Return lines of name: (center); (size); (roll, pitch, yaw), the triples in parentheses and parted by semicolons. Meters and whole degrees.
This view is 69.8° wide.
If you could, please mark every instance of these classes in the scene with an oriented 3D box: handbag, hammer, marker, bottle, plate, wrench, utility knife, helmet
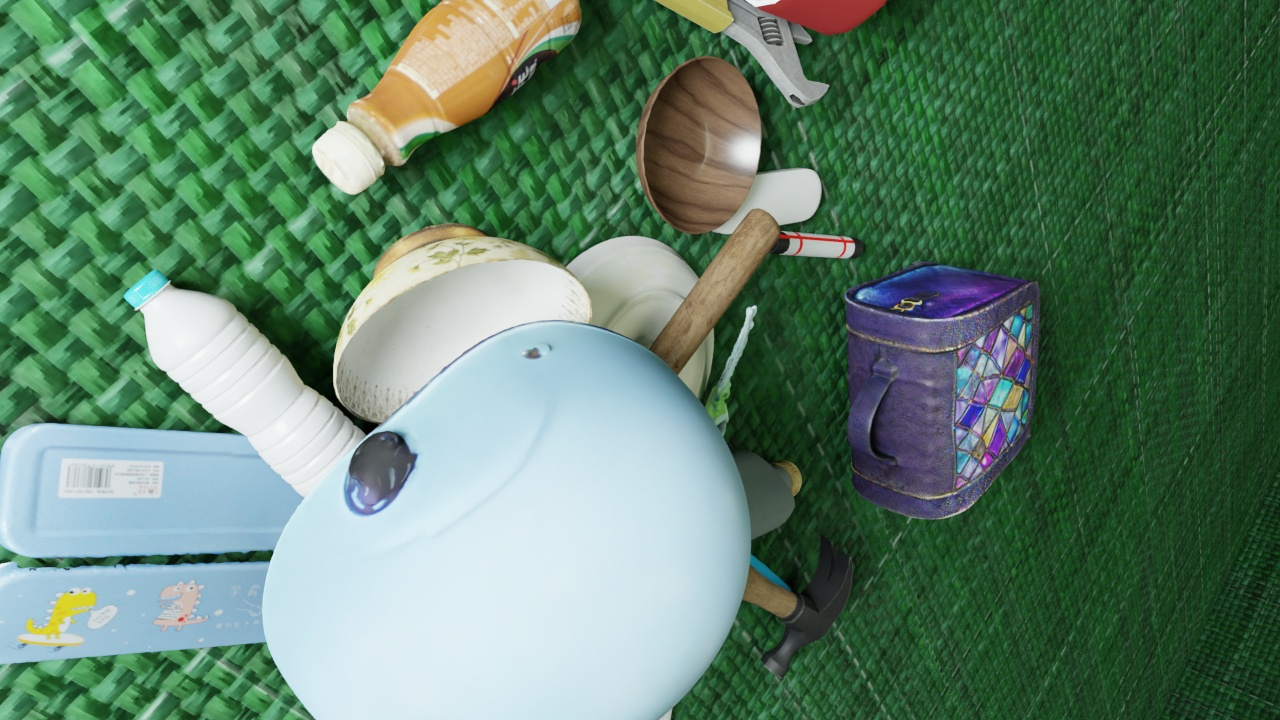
handbag: (0.271, 0.023, 0.869); (0.221, 0.126, 0.205); (-28, 122, -34)
hammer: (0.080, 0.179, 0.786); (0.305, 0.040, 0.132); (36, 91, -41)
marker: (0.140, -0.098, 0.774); (0.145, 0.019, 0.019); (-4, 106, -44)
bottle: (-0.194, 0.012, 0.453); (0.044, 0.044, 0.136); (-49, 118, -21)
plate: (-0.004, 0.004, 0.656); (0.181, 0.034, 0.182); (-17, 115, -40)
bottle: (0.087, 0.108, 0.749); (0.046, 0.072, 0.161); (-51, 157, 22)
hammer: (-0.003, 0.025, 0.612); (0.321, 0.040, 0.129); (-53, 128, -12)
wrench: (0.041, -0.239, 0.614); (0.272, 0.018, 0.083); (8, 70, -44)
bottle: (-0.103, -0.152, 0.487); (0.166, 0.059, 0.059); (-49, 132, -21)
utility knife: (0.133, 0.229, 0.881); (0.031, 0.015, 0.198); (-53, 130, -12)
helmet: (-0.056, 0.115, 0.475); (0.265, 0.167, 0.225); (-37, 130, -8)

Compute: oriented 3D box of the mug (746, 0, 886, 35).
mug: (0.112, -0.295, 0.639); (0.096, 0.081, 0.116); (-5, 72, -48)

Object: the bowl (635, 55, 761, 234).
bowl: (0.034, -0.150, 0.642); (0.119, 0.032, 0.119); (-16, 115, -40)

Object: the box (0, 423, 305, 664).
box: (-0.216, 0.098, 0.477); (0.209, 0.039, 0.126); (10, 96, -44)

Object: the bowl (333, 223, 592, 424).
bowl: (-0.104, -0.028, 0.504); (0.145, 0.063, 0.145); (-21, 153, -12)

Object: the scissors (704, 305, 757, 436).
scissors: (0.061, 0.025, 0.688); (0.064, 0.033, 0.174); (-28, 144, -38)

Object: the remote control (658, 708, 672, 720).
remote control: (0.006, 0.346, 0.797); (0.033, 0.012, 0.131); (-1, 104, -47)

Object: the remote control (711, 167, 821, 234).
remote control: (0.098, -0.127, 0.727); (0.136, 0.013, 0.043); (-16, 114, -40)
